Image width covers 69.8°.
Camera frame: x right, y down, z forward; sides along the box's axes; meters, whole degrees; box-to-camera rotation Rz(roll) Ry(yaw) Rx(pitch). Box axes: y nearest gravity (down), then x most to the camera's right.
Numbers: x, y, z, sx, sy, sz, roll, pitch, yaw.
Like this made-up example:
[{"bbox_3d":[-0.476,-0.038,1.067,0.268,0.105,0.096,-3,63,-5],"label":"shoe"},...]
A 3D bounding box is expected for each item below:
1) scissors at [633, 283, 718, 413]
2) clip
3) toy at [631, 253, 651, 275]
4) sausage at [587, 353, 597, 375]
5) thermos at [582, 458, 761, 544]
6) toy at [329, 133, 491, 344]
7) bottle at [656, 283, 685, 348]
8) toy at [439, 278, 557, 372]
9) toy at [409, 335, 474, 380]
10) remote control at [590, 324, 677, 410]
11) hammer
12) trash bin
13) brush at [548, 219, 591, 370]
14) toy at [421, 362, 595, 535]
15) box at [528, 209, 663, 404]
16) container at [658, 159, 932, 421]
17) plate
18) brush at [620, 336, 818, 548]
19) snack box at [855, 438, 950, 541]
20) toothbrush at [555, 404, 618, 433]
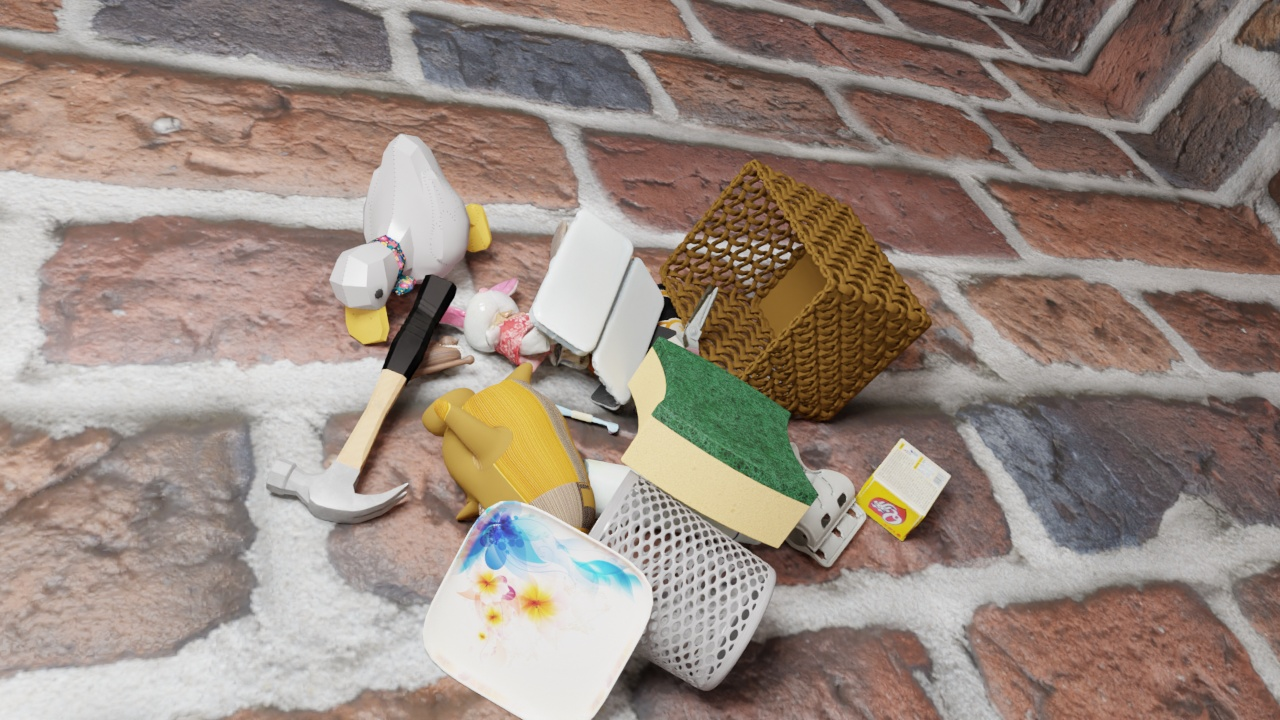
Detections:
[{"bbox_3d":[0.057,-0.005,1.202,0.187,0.015,0.146,-30,96,-11],"label":"scissors"},{"bbox_3d":[0.212,0.175,1.154,0.144,0.075,0.124,47,42,9],"label":"clip"},{"bbox_3d":[-0.038,-0.099,1.318,0.074,0.085,0.105,43,55,-35],"label":"toy"},{"bbox_3d":[-0.023,-0.046,1.248,0.039,0.044,0.163,21,57,21],"label":"sausage"},{"bbox_3d":[0.037,0.166,1.069,0.230,0.068,0.067,13,42,-14],"label":"thermos"},{"bbox_3d":[-0.299,-0.161,1.166,0.141,0.247,0.266,11,20,15],"label":"toy"},{"bbox_3d":[0.035,-0.043,1.291,0.059,0.059,0.181,12,43,-15],"label":"bottle"},{"bbox_3d":[-0.179,-0.047,1.167,0.158,0.084,0.194,-24,36,-35],"label":"toy"},{"bbox_3d":[-0.257,0.001,1.117,0.101,0.042,0.055,-16,40,-29],"label":"toy"},{"bbox_3d":[-0.007,0.007,1.206,0.045,0.008,0.146,19,57,36],"label":"remote control"},{"bbox_3d":[-0.283,0.031,1.029,0.131,0.039,0.327,22,53,-7],"label":"hammer"},{"bbox_3d":[0.026,0.226,0.936,0.183,0.157,0.156,32,41,4],"label":"trash bin"},{"bbox_3d":[-0.096,-0.096,1.264,0.056,0.083,0.270,11,42,-15],"label":"brush"},{"bbox_3d":[-0.131,0.125,0.987,0.203,0.162,0.198,53,8,25],"label":"toy"},{"bbox_3d":[-0.043,-0.070,1.156,0.192,0.061,0.209,43,45,-23],"label":"box"},{"bbox_3d":[0.206,-0.089,1.262,0.213,0.220,0.251,14,39,-39],"label":"container"},{"bbox_3d":[-0.097,0.239,0.863,0.187,0.187,0.016,29,7,4],"label":"plate"},{"bbox_3d":[0.084,0.084,1.042,0.195,0.075,0.249,30,18,-9],"label":"brush"},{"bbox_3d":[0.346,0.171,1.217,0.083,0.061,0.105,39,43,15],"label":"snack box"},{"bbox_3d":[-0.102,0.064,1.147,0.155,0.016,0.022,17,11,-7],"label":"toothbrush"}]
